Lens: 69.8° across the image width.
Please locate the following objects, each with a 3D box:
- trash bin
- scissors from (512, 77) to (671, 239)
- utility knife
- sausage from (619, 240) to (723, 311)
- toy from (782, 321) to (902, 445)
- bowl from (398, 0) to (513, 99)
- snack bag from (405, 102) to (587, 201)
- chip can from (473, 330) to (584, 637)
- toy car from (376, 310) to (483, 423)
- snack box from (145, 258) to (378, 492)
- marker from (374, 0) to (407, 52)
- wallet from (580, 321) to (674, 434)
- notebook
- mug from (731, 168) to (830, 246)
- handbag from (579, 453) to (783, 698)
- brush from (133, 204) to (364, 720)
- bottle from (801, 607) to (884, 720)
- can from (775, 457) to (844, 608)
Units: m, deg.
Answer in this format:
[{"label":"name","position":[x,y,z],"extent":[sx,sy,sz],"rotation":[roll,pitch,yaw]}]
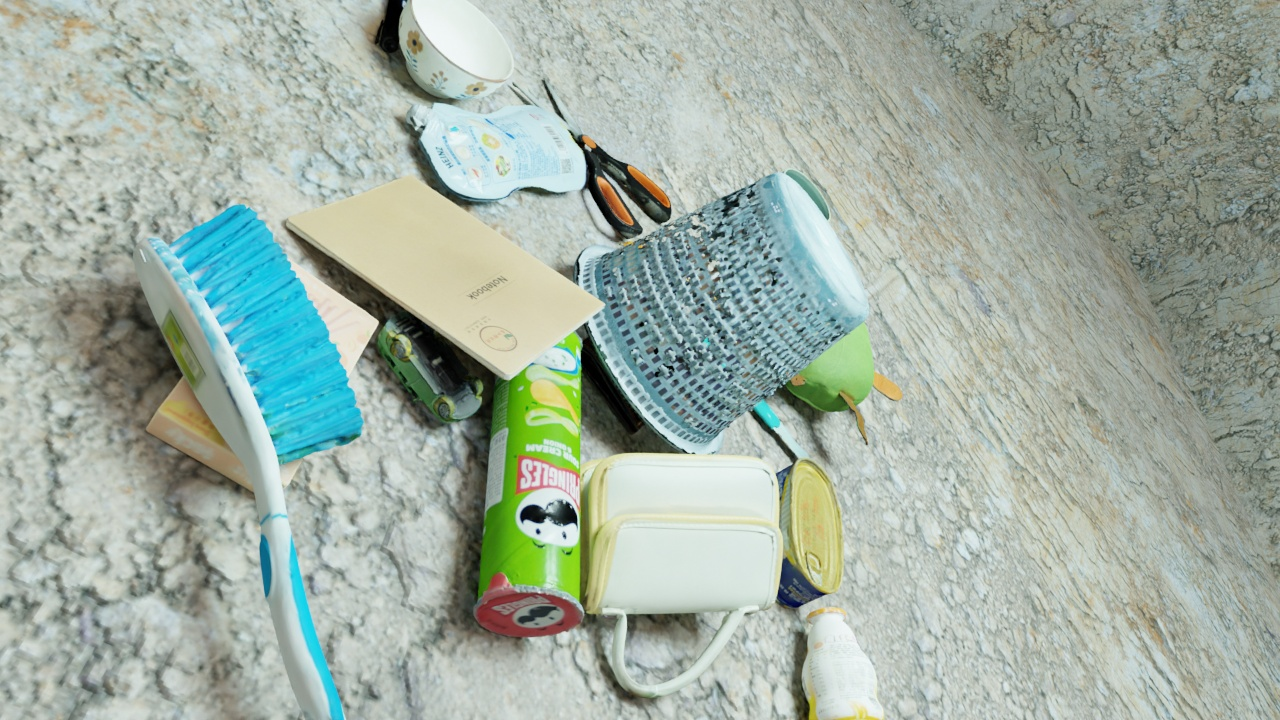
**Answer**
[{"label":"trash bin","position":[0.085,-0.054,0.820],"extent":[0.226,0.195,0.226],"rotation":[46,25,-29]},{"label":"scissors","position":[-0.045,-0.217,1.010],"extent":[0.221,0.022,0.220],"rotation":[17,43,-43]},{"label":"utility knife","position":[0.115,0.037,0.976],"extent":[0.209,0.013,0.029],"rotation":[49,35,-2]},{"label":"sausage","position":[0.040,-0.089,0.991],"extent":[0.165,0.022,0.021],"rotation":[26,43,-34]},{"label":"toy","position":[0.212,-0.011,1.065],"extent":[0.227,0.090,0.246],"rotation":[33,35,-10]},{"label":"bowl","position":[-0.184,-0.291,0.872],"extent":[0.113,0.062,0.113],"rotation":[31,40,-31]},{"label":"snack bag","position":[-0.134,-0.201,0.876],"extent":[0.190,0.039,0.110],"rotation":[-22,83,-52]},{"label":"chip can","position":[-0.078,0.076,0.670],"extent":[0.072,0.072,0.235],"rotation":[27,42,-32]},{"label":"toy car","position":[-0.155,0.007,0.672],"extent":[0.091,0.036,0.043],"rotation":[51,34,-1]},{"label":"snack box","position":[-0.235,0.006,0.589],"extent":[0.084,0.026,0.156],"rotation":[37,38,-22]},{"label":"marker","position":[-0.239,-0.345,0.895],"extent":[0.022,0.020,0.131],"rotation":[6,51,-11]},{"label":"wallet","position":[-0.005,0.005,0.862],"extent":[0.096,0.020,0.122],"rotation":[57,33,-4]},{"label":"notebook","position":[-0.145,-0.073,0.712],"extent":[0.208,0.008,0.147],"rotation":[34,35,10]},{"label":"mug","position":[0.157,-0.176,1.127],"extent":[0.111,0.107,0.082],"rotation":[15,51,-42]},{"label":"handbag","position":[0.031,0.159,0.693],"extent":[0.163,0.063,0.178],"rotation":[5,73,-23]},{"label":"brush","position":[-0.201,0.057,0.518],"extent":[0.109,0.061,0.314],"rotation":[-25,82,-48]},{"label":"bottle","position":[0.171,0.271,0.795],"extent":[0.063,0.063,0.108],"rotation":[26,44,-34]},{"label":"can","position":[0.152,0.163,0.879],"extent":[0.074,0.049,0.147],"rotation":[35,39,-24]}]
